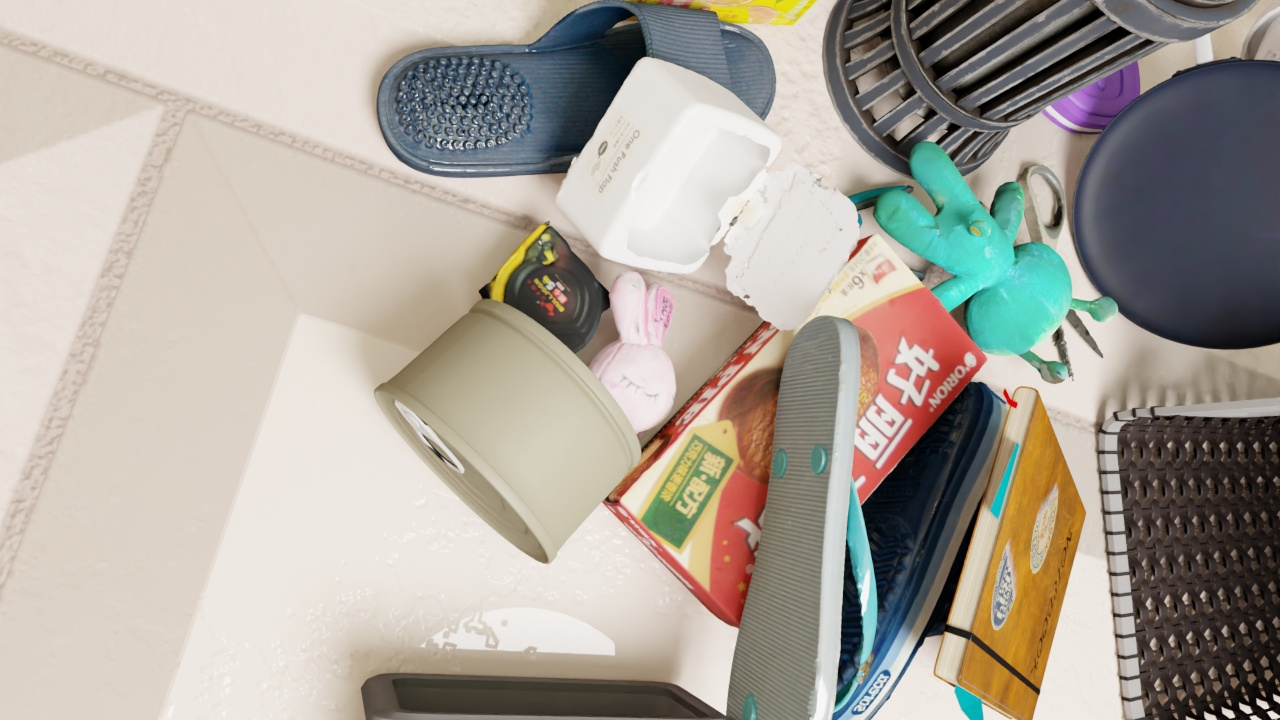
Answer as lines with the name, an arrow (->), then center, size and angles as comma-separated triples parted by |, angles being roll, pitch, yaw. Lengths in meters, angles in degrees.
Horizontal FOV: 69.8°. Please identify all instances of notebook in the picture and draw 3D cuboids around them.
notebook -> 0.231, 0.138, 0.560 | 0.249, 0.014, 0.178 | 40, 68, -51

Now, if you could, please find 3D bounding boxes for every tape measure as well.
tape measure -> -0.058, -0.034, 0.548 | 0.071, 0.042, 0.072 | 49, 67, -14

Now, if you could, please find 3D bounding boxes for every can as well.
can -> -0.070, 0.037, 0.489 | 0.128, 0.128, 0.073 | 47, 69, -8

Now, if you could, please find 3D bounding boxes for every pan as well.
pan -> 0.393, -0.182, 0.632 | 0.021, 0.199, 0.356 | -20, 101, -44

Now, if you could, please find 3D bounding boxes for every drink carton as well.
drink carton -> 0.051, -0.251, 0.602 | 0.134, 0.059, 0.043 | -5, 85, -18

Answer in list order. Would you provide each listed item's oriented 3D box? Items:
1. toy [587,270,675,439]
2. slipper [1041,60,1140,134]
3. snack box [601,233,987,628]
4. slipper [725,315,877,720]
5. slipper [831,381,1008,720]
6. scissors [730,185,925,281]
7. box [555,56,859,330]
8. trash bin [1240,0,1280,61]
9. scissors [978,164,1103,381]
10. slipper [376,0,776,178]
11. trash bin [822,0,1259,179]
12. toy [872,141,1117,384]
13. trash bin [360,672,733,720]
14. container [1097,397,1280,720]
toy -> -0.003, 0.003, 0.551 | 0.063, 0.047, 0.110 | 5, 93, -56
slipper -> 0.332, -0.312, 0.692 | 0.107, 0.084, 0.266 | -13, 88, -20
snack box -> 0.096, 0.042, 0.573 | 0.236, 0.060, 0.113 | -45, 98, -13
slipper -> 0.098, 0.110, 0.487 | 0.054, 0.098, 0.268 | 10, 84, -13
slipper -> 0.174, 0.130, 0.573 | 0.095, 0.105, 0.252 | 36, 74, -16
scissors -> 0.139, -0.084, 0.634 | 0.156, 0.019, 0.124 | -44, 97, -17
box -> 0.048, -0.080, 0.523 | 0.128, 0.109, 0.137 | 5, 40, -48
trash bin -> 0.525, -0.145, 0.696 | 0.195, 0.195, 0.199 | 32, 84, -13
scissors -> 0.301, -0.074, 0.691 | 0.158, 0.013, 0.162 | 23, 77, -14
slipper -> -0.023, -0.165, 0.555 | 0.263, 0.083, 0.101 | -13, 90, -19
trash bin -> 0.246, -0.227, 0.576 | 0.164, 0.228, 0.164 | 2, 82, -19
toy -> 0.241, -0.064, 0.627 | 0.193, 0.072, 0.130 | 39, 84, -17
trash bin -> -0.060, 0.288, 0.479 | 0.191, 0.098, 0.219 | 8, 82, -18
container -> 0.508, 0.146, 0.616 | 0.243, 0.248, 0.245 | 0, 83, -23
